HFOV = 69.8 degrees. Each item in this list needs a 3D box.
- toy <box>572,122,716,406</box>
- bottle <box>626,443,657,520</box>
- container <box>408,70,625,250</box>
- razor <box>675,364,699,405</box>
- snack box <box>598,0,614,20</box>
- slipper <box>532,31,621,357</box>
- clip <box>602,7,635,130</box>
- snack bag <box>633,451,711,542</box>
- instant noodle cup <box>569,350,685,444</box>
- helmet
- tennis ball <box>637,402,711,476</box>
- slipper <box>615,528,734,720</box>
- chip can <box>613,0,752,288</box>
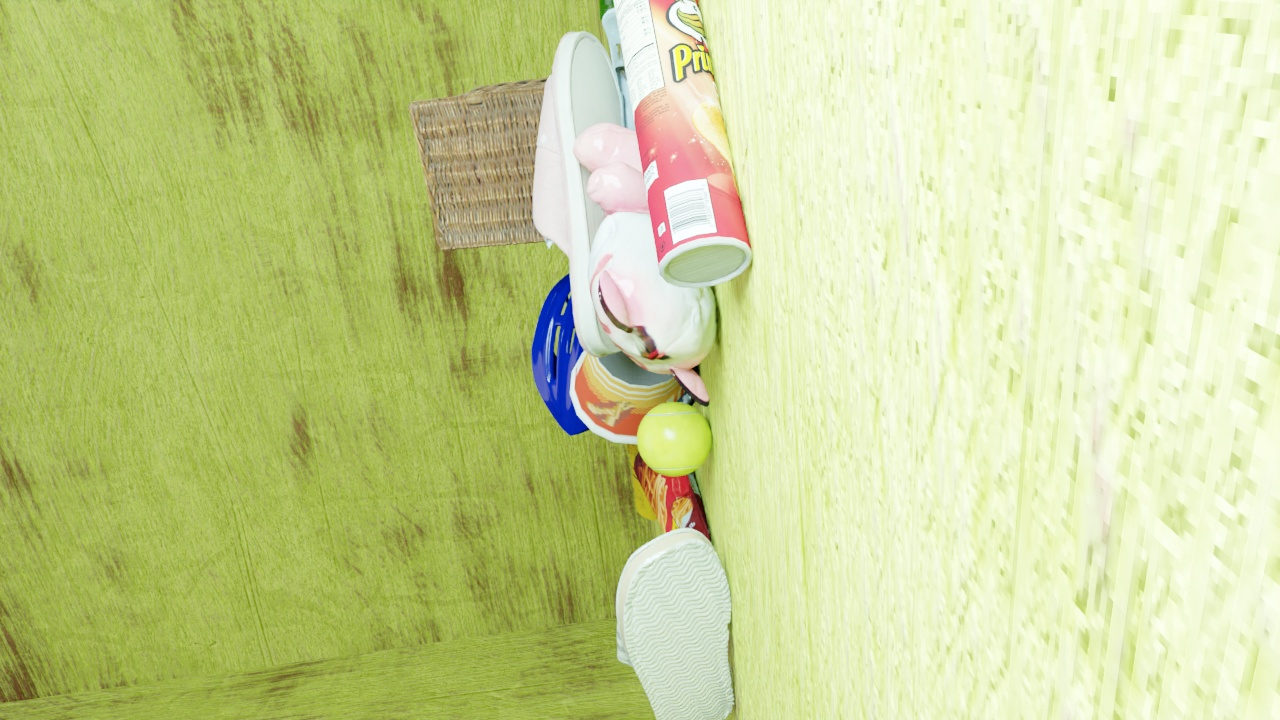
[{"bbox_3d":[0.005,-0.076,0.676,0.142,0.084,0.212,59,-160,-44],"label":"toy"},{"bbox_3d":[0.019,0.116,1.153,0.071,0.071,0.164,-101,4,-60],"label":"bottle"},{"bbox_3d":[-0.098,-0.235,1.023,0.182,0.250,0.162,-79,-16,-65],"label":"container"},{"bbox_3d":[0.044,-0.002,0.828,0.042,0.022,0.144,-45,-32,-39],"label":"razor"},{"bbox_3d":[-0.033,-0.452,0.959,0.168,0.027,0.132,142,128,-88],"label":"snack box"},{"bbox_3d":[-0.050,-0.139,0.777,0.114,0.054,0.274,-4,-90,-64],"label":"slipper"},{"bbox_3d":[-0.004,-0.217,0.774,0.114,0.028,0.163,-73,-26,-57],"label":"clip"},{"bbox_3d":[0.052,0.173,1.012,0.207,0.066,0.139,-113,19,-47],"label":"snack bag"},{"bbox_3d":[-0.005,0.005,0.921,0.121,0.123,0.123,106,158,-65],"label":"instant noodle cup"},{"bbox_3d":[-0.044,-0.021,1.174,0.227,0.148,0.241,26,-104,-76],"label":"helmet"},{"bbox_3d":[0.029,0.069,0.804,0.065,0.065,0.065,169,94,-88],"label":"tennis ball"},{"bbox_3d":[0.035,0.257,0.851,0.054,0.114,0.273,46,152,50],"label":"slipper"},{"bbox_3d":[0.020,-0.147,0.525,0.052,0.052,0.214,88,174,-67],"label":"chip can"}]
